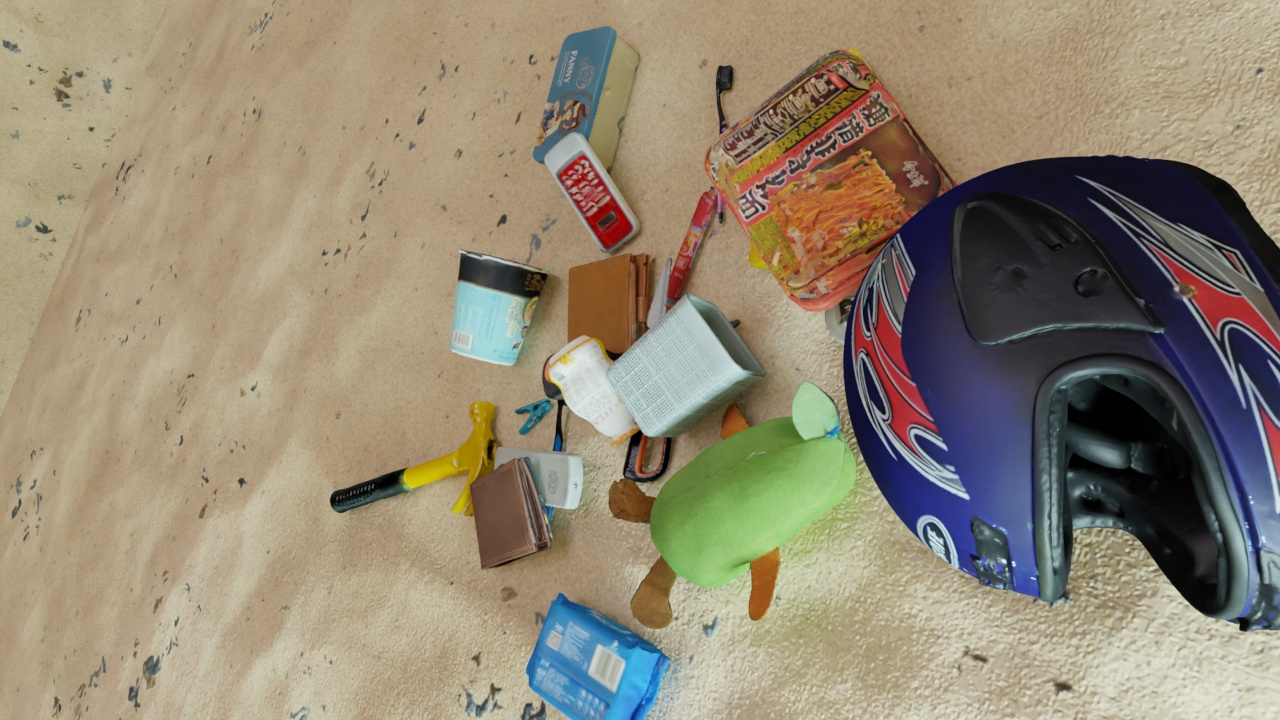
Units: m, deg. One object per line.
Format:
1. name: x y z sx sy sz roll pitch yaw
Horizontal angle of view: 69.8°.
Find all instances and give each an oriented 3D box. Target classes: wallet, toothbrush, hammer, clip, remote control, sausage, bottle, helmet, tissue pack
1. wallet: -0.144 0.166 0.990 0.125 0.032 0.101 -31 69 47
2. toothbrush: -0.091 0.111 1.004 0.014 0.016 0.189 -2 76 38
3. hammer: -0.288 0.148 1.146 0.302 0.032 0.128 -20 61 35
4. clip: -0.122 0.060 1.046 0.055 0.013 0.034 -33 57 31
5. toothbrush: 0.088 -0.231 0.969 0.018 0.014 0.189 -7 71 26
6. remote control: -0.113 0.125 0.993 0.150 0.021 0.058 -1 84 50
7. wallet: -0.036 -0.047 0.996 0.108 0.031 0.131 -11 73 36
8. remote control: -0.055 -0.188 1.029 0.056 0.020 0.136 -34 87 28
9. sausage: 0.048 -0.108 0.955 0.020 0.020 0.156 19 88 43
10. bottle: -0.042 0.031 0.901 0.063 0.063 0.108 -37 85 26
11. helmet: 0.255 0.028 0.566 0.241 0.247 0.314 -21 52 14
12. tissue pack: -0.044 0.291 0.869 0.157 0.052 0.095 17 84 43

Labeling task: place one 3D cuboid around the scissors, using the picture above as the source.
1. scissors: -0.003 0.011 0.932 0.221 0.021 0.234 -1 84 25

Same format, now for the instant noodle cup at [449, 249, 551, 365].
1. instant noodle cup: -0.172 -0.060 1.079 0.111 0.111 0.120 16 94 43

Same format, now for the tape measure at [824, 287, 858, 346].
1. tape measure: 0.195 -0.039 0.794 0.066 0.033 0.065 -23 59 33

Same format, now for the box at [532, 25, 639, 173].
1. box: -0.063 -0.311 1.096 0.090 0.061 0.184 3 79 41

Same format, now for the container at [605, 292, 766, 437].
1. container: 0.039 0.010 0.854 0.112 0.089 0.090 -40 71 16

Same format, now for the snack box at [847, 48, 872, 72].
1. snack box: 0.170 -0.222 0.882 0.141 0.033 0.086 -38 54 27

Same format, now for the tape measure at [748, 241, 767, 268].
1. tape measure: 0.135 -0.112 0.875 0.060 0.029 0.057 5 79 42

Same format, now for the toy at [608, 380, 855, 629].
1. toy: 0.081 0.125 0.797 0.247 0.090 0.226 -32 43 24

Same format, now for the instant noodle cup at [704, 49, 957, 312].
1. instant noodle cup: 0.167 -0.150 0.798 0.165 0.079 0.188 -34 72 16
